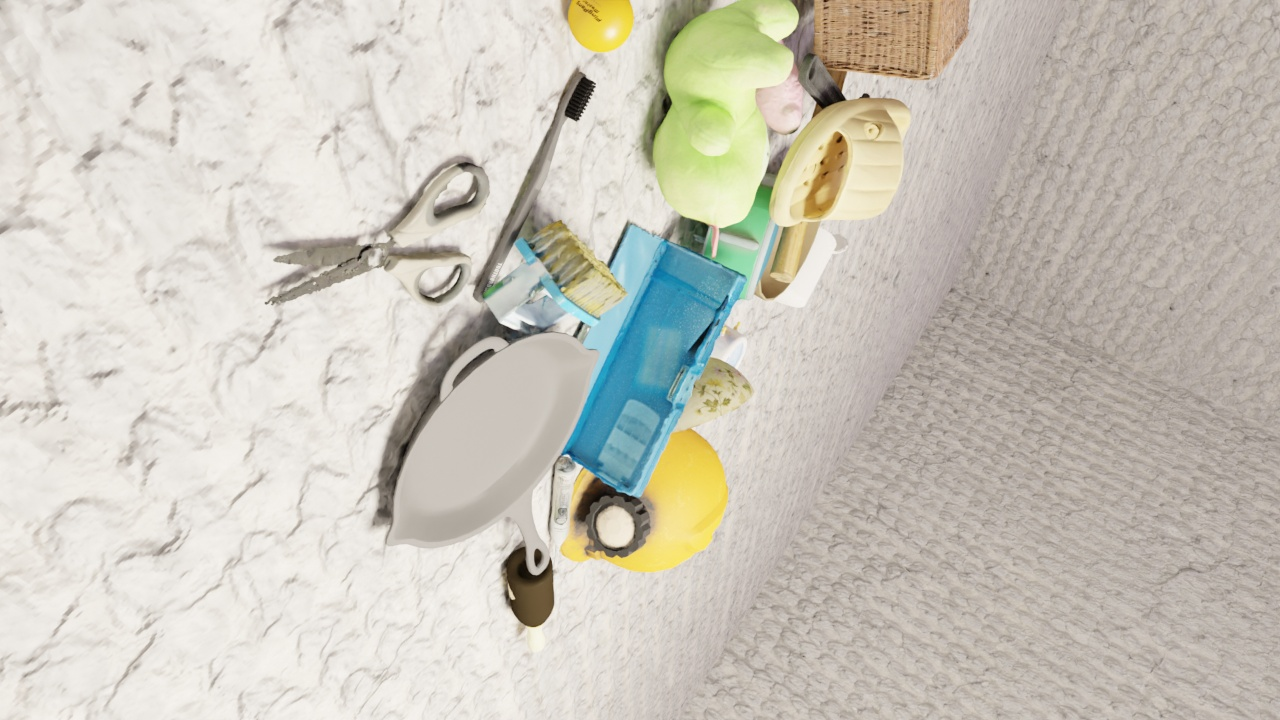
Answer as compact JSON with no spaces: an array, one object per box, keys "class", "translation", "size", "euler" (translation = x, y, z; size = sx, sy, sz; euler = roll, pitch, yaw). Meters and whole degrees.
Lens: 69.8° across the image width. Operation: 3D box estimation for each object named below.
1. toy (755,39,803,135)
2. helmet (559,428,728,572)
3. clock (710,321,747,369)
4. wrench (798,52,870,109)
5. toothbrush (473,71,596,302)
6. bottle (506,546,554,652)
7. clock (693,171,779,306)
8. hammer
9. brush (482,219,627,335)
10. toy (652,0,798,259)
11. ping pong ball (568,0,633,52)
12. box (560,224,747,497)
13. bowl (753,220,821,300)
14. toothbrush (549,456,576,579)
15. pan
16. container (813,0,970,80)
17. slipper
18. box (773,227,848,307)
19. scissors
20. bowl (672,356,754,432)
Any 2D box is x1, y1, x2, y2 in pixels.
[{"class":"toy","translation":[0.109,-0.250,0.798],"size":[0.052,0.099,0.096],"euler":[-17,118,-10]},{"class":"helmet","translation":[0.028,0.166,1.057],"size":[0.255,0.131,0.205],"euler":[-10,125,-67]},{"class":"clock","translation":[0.079,0.008,1.091],"size":[0.088,0.052,0.125],"euler":[-20,138,-63]},{"class":"wrench","translation":[0.185,-0.240,0.864],"size":[0.272,0.018,0.073],"euler":[-1,112,-68]},{"class":"toothbrush","translation":[-0.073,-0.114,0.614],"size":[0.167,0.013,0.012],"euler":[-62,161,9]},{"class":"bottle","translation":[-0.112,0.259,0.961],"size":[0.045,0.045,0.185],"euler":[-47,156,-34]},{"class":"clock","translation":[0.095,-0.118,0.922],"size":[0.162,0.075,0.121],"euler":[90,19,-71]},{"class":"hammer","translation":[0.187,-0.241,0.946],"size":[0.132,0.033,0.330],"euler":[34,71,-73]},{"class":"brush","translation":[-0.058,-0.049,0.671],"size":[0.075,0.055,0.136],"euler":[-36,168,6]},{"class":"toy","translation":[0.060,-0.186,0.724],"size":[0.197,0.107,0.149],"euler":[111,-4,-46]},{"class":"ping pong ball","translation":[-0.024,-0.209,0.560],"size":[0.040,0.040,0.040],"euler":[-49,157,-30]},{"class":"box","translation":[-0.006,0.004,0.820],"size":[0.232,0.094,0.112],"euler":[-64,158,8]},{"class":"bowl","translation":[0.153,-0.147,1.050],"size":[0.152,0.050,0.153],"euler":[-45,150,-35]},{"class":"toothbrush","translation":[-0.084,0.167,0.946],"size":[0.022,0.024,0.186],"euler":[-5,134,-17]},{"class":"pan","translation":[-0.110,0.093,0.746],"size":[0.216,0.024,0.355],"euler":[-43,152,-24]},{"class":"container","translation":[0.226,-0.359,0.805],"size":[0.112,0.114,0.199],"euler":[-45,139,-41]},{"class":"slipper","translation":[0.212,-0.187,0.863],"size":[0.260,0.079,0.111],"euler":[-32,145,-49]},{"class":"box","translation":[0.209,-0.132,1.183],"size":[0.147,0.084,0.136],"euler":[-61,154,-5]},{"class":"scissors","translation":[-0.136,-0.069,0.516],"size":[0.150,0.012,0.165],"euler":[-60,159,-7]},{"class":"bowl","translation":[0.039,0.023,0.945],"size":[0.144,0.145,0.063],"euler":[-34,109,-52]}]
